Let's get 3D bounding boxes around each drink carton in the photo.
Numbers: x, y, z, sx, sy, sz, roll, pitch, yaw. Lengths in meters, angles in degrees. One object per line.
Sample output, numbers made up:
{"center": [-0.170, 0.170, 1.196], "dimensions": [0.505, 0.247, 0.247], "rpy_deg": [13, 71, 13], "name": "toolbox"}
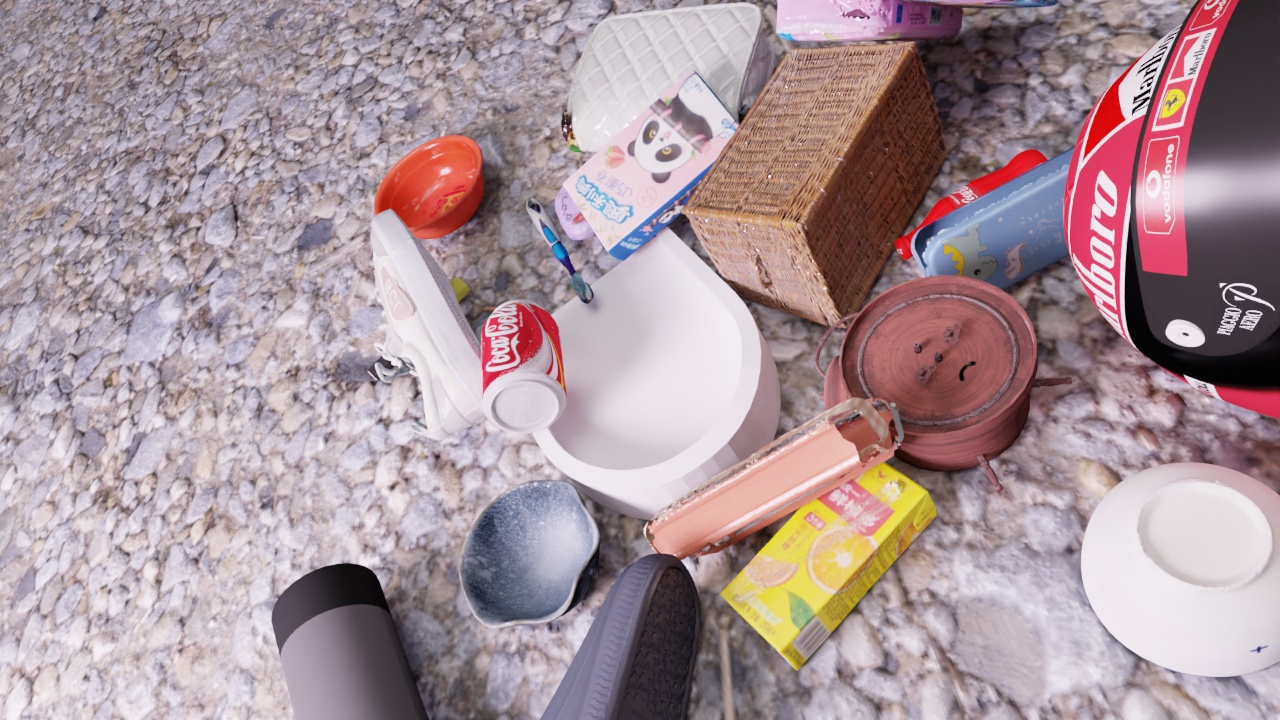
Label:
{"center": [0.119, 0.121, 0.579], "dimensions": [0.134, 0.043, 0.058], "rpy_deg": [-45, 48, -7], "name": "drink carton"}

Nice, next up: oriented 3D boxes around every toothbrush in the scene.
{"center": [-0.079, -0.108, 0.852], "dimensions": [0.016, 0.017, 0.189], "rpy_deg": [-34, 43, 2], "name": "toothbrush"}

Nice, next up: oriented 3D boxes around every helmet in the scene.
{"center": [0.335, -0.086, 0.458], "dimensions": [0.225, 0.271, 0.197], "rpy_deg": [16, 64, 41], "name": "helmet"}

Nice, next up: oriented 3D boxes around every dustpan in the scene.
{"center": [-0.004, 0.004, 0.719], "dimensions": [0.191, 0.053, 0.257], "rpy_deg": [-37, 49, 0], "name": "dustpan"}

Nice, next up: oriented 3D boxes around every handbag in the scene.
{"center": [0.029, -0.259, 0.875], "dimensions": [0.195, 0.072, 0.138], "rpy_deg": [7, 71, 31], "name": "handbag"}

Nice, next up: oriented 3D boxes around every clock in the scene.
{"center": [0.185, 0.007, 0.604], "dimensions": [0.158, 0.072, 0.120], "rpy_deg": [28, 74, 38], "name": "clock"}

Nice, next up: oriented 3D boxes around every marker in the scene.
{"center": [-0.213, -0.031, 0.878], "dimensions": [0.123, 0.017, 0.021], "rpy_deg": [-46, 49, -6], "name": "marker"}

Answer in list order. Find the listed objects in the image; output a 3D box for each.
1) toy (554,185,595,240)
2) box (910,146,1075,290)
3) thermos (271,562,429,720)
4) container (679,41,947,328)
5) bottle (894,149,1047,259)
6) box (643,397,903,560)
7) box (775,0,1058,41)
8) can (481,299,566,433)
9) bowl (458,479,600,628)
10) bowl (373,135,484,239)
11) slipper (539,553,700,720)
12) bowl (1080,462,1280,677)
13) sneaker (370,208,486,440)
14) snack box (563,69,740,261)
{"center": [-0.035, -0.157, 0.859], "dimensions": [0.100, 0.036, 0.080], "rpy_deg": [-33, 50, 6], "name": "toy"}
{"center": [0.292, -0.106, 0.625], "dimensions": [0.210, 0.059, 0.068], "rpy_deg": [-28, 90, 8], "name": "box"}
{"center": [-0.185, 0.255, 0.622], "dimensions": [0.082, 0.082, 0.240], "rpy_deg": [-37, 49, 0], "name": "thermos"}
{"center": [0.136, -0.139, 0.705], "dimensions": [0.113, 0.114, 0.198], "rpy_deg": [17, 66, 41], "name": "container"}
{"center": [0.244, -0.111, 0.679], "dimensions": [0.119, 0.036, 0.036], "rpy_deg": [-30, 49, 7], "name": "bottle"}
{"center": [0.087, 0.080, 0.585], "dimensions": [0.189, 0.063, 0.056], "rpy_deg": [-34, 86, 35], "name": "box"}
{"center": [0.221, -0.267, 0.711], "dimensions": [0.159, 0.035, 0.229], "rpy_deg": [10, 21, 31], "name": "box"}
{"center": [-0.093, 0.003, 0.722], "dimensions": [0.064, 0.064, 0.104], "rpy_deg": [-25, 39, 11], "name": "can"}
{"center": [-0.071, 0.144, 0.656], "dimensions": [0.110, 0.055, 0.110], "rpy_deg": [-14, 53, 19], "name": "bowl"}
{"center": [-0.211, -0.172, 0.957], "dimensions": [0.131, 0.045, 0.130], "rpy_deg": [-14, 53, 19], "name": "bowl"}
{"center": [-0.034, 0.239, 0.538], "dimensions": [0.083, 0.111, 0.267], "rpy_deg": [-3, 54, 30], "name": "slipper"}
{"center": [0.295, 0.102, 0.486], "dimensions": [0.114, 0.063, 0.113], "rpy_deg": [-14, 53, 18], "name": "bowl"}
{"center": [-0.205, -0.034, 0.814], "dimensions": [0.091, 0.089, 0.242], "rpy_deg": [-33, 62, 0], "name": "sneaker"}
{"center": [0.014, -0.168, 0.794], "dimensions": [0.154, 0.033, 0.088], "rpy_deg": [-39, 65, 13], "name": "snack box"}
